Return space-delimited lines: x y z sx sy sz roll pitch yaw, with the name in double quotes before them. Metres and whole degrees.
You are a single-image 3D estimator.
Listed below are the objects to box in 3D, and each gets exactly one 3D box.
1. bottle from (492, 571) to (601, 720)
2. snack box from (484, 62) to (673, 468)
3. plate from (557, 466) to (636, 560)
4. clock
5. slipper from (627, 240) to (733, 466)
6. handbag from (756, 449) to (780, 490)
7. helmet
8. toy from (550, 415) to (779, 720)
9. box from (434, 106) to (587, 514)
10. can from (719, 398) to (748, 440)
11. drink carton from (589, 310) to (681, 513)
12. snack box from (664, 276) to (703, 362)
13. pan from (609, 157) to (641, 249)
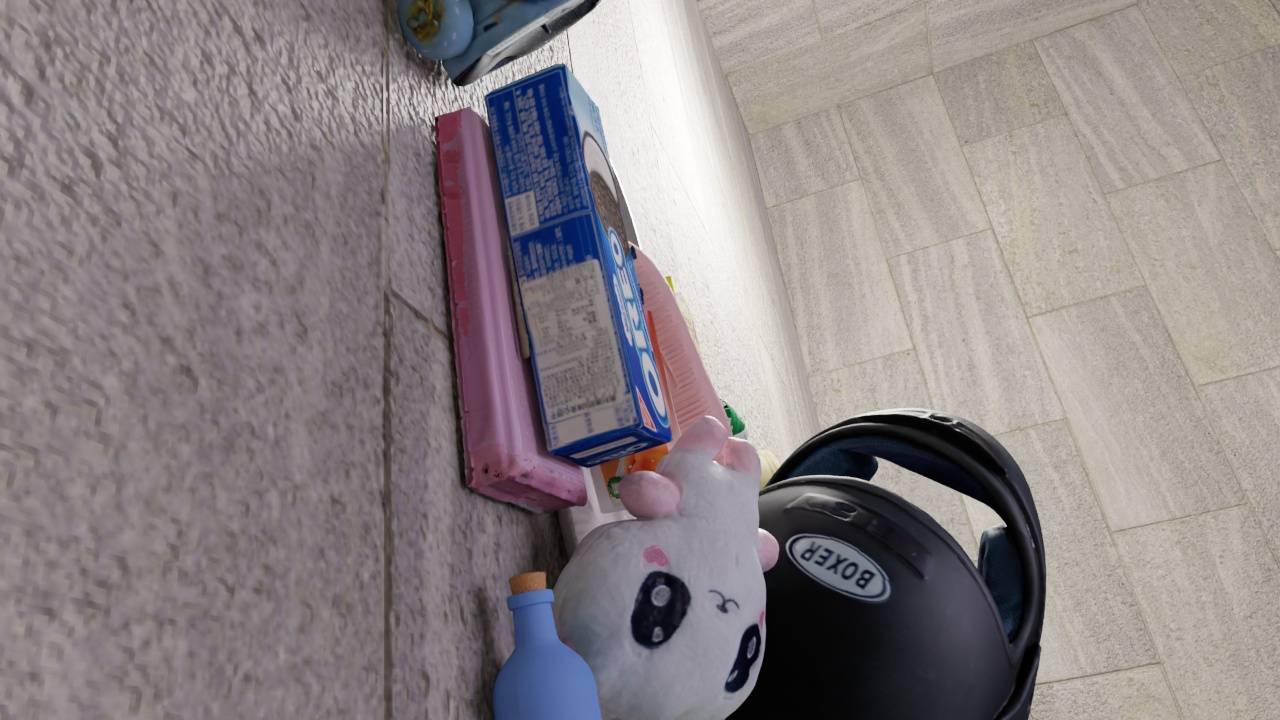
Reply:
"bottle" -0.042 0.163 0.417 0.048 0.048 0.131 39 37 -67
"snack box" -0.037 -0.056 0.522 0.059 0.059 0.226 40 35 -66
"plate" -0.024 0.111 0.619 0.156 0.014 0.157 -15 90 -76
"clock" -0.082 -0.220 0.557 0.060 0.118 0.162 59 10 -12
"slipper" -0.004 0.004 0.635 0.197 0.093 0.081 59 -2 -3
"handbag" 0.144 0.207 0.896 0.233 0.089 0.190 63 10 -7
"helmet" 0.145 0.186 0.634 0.235 0.249 0.316 6 107 -57
"toy" 0.021 0.120 0.518 0.138 0.102 0.179 34 70 -27
"box" -0.078 -0.030 0.530 0.098 0.037 0.232 36 39 -61
"can" 0.085 0.074 1.010 0.101 0.053 0.053 41 35 -65
"drink carton" -0.009 0.035 0.574 0.038 0.069 0.122 -26 103 -70
"snack box" 0.038 0.009 0.761 0.061 0.026 0.148 37 38 -70
"pan" -0.010 -0.025 0.748 0.200 0.051 0.356 -42 116 -75
